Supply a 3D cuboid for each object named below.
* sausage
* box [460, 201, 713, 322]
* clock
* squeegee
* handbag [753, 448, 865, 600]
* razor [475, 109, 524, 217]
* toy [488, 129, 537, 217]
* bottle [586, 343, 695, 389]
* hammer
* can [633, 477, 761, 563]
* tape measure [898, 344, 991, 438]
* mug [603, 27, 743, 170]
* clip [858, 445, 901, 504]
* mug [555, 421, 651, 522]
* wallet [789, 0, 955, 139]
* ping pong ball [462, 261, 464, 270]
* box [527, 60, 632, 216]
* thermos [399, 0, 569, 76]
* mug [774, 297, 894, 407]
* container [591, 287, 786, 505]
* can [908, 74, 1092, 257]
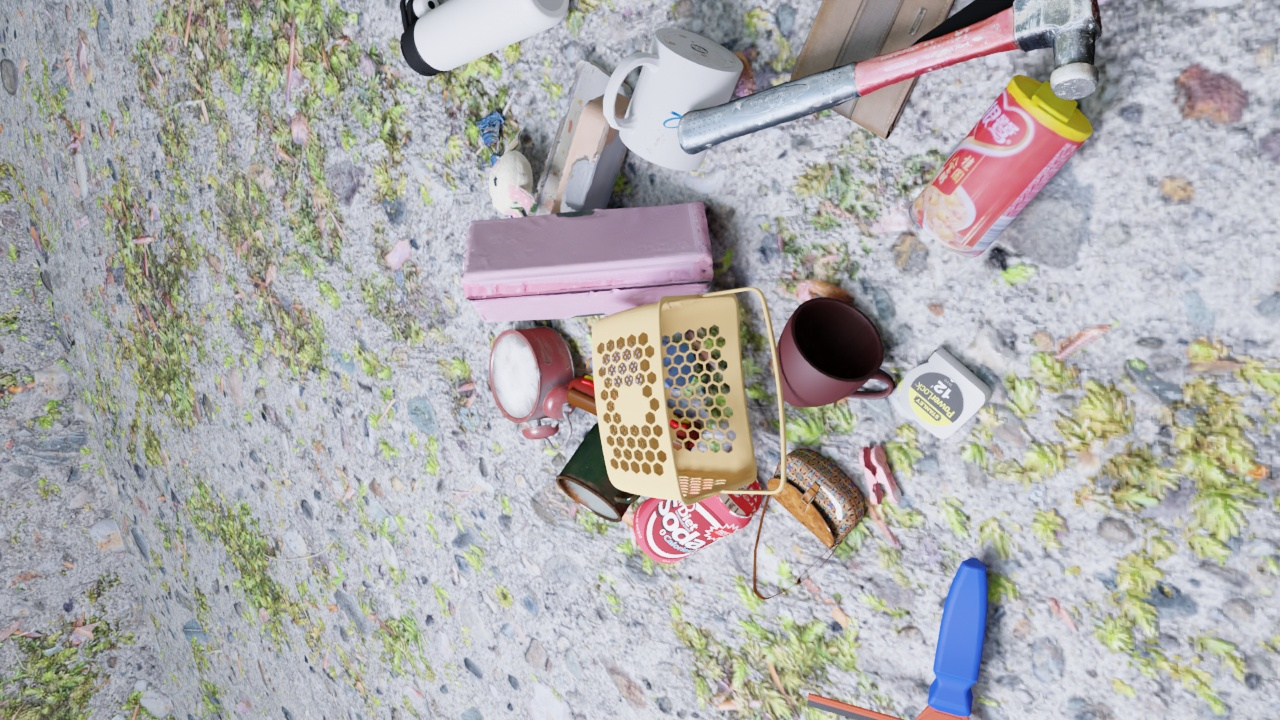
[{"bbox_3d":[-0.008,0.055,0.980,0.156,0.040,0.040,23,121,16],"label":"sausage"},{"bbox_3d":[-0.048,-0.079,0.891,0.107,0.232,0.099,85,180,-48],"label":"box"},{"bbox_3d":[-0.115,0.032,1.071,0.110,0.061,0.156,-52,57,40],"label":"clock"},{"bbox_3d":[0.282,0.258,0.813,0.250,0.055,0.185,9,113,21],"label":"squeegee"},{"bbox_3d":[0.147,0.179,0.917,0.093,0.043,0.196,42,132,25],"label":"handbag"},{"bbox_3d":[-0.156,-0.212,1.051,0.044,0.018,0.141,-13,97,43],"label":"razor"},{"bbox_3d":[-0.141,-0.197,1.004,0.087,0.050,0.112,131,123,-66],"label":"toy"},{"bbox_3d":[-0.006,0.006,0.978,0.131,0.047,0.048,0,106,41],"label":"bottle"},{"bbox_3d":[0.166,-0.221,0.691,0.327,0.036,0.140,-9,70,38],"label":"hammer"},{"bbox_3d":[0.056,0.159,0.961,0.143,0.074,0.074,-39,79,43],"label":"can"},{"bbox_3d":[0.255,0.028,0.777,0.064,0.016,0.065,45,130,20],"label":"tape measure"},{"bbox_3d":[0.021,-0.234,0.818,0.083,0.119,0.097,55,135,36],"label":"mug"},{"bbox_3d":[0.220,0.106,0.834,0.044,0.023,0.060,11,114,34],"label":"clip"},{"bbox_3d":[-0.027,0.121,0.996,0.111,0.081,0.085,6,145,50],"label":"mug"},{"bbox_3d":[0.182,-0.254,0.733,0.099,0.026,0.121,36,125,21],"label":"wallet"},{"bbox_3d":[-0.194,-0.112,1.107,0.040,0.040,0.040,16,116,37],"label":"ping pong ball"},{"bbox_3d":[-0.076,-0.187,0.947,0.096,0.114,0.218,27,125,7],"label":"box"},{"bbox_3d":[-0.176,-0.376,0.980,0.230,0.068,0.101,-4,90,43],"label":"thermos"},{"bbox_3d":[0.168,0.009,0.817,0.114,0.086,0.089,24,145,-2],"label":"mug"},{"bbox_3d":[0.052,0.032,0.835,0.167,0.129,0.183,-5,92,37],"label":"container"},{"bbox_3d":[0.262,-0.140,0.674,0.066,0.066,0.125,48,131,18],"label":"can"}]
